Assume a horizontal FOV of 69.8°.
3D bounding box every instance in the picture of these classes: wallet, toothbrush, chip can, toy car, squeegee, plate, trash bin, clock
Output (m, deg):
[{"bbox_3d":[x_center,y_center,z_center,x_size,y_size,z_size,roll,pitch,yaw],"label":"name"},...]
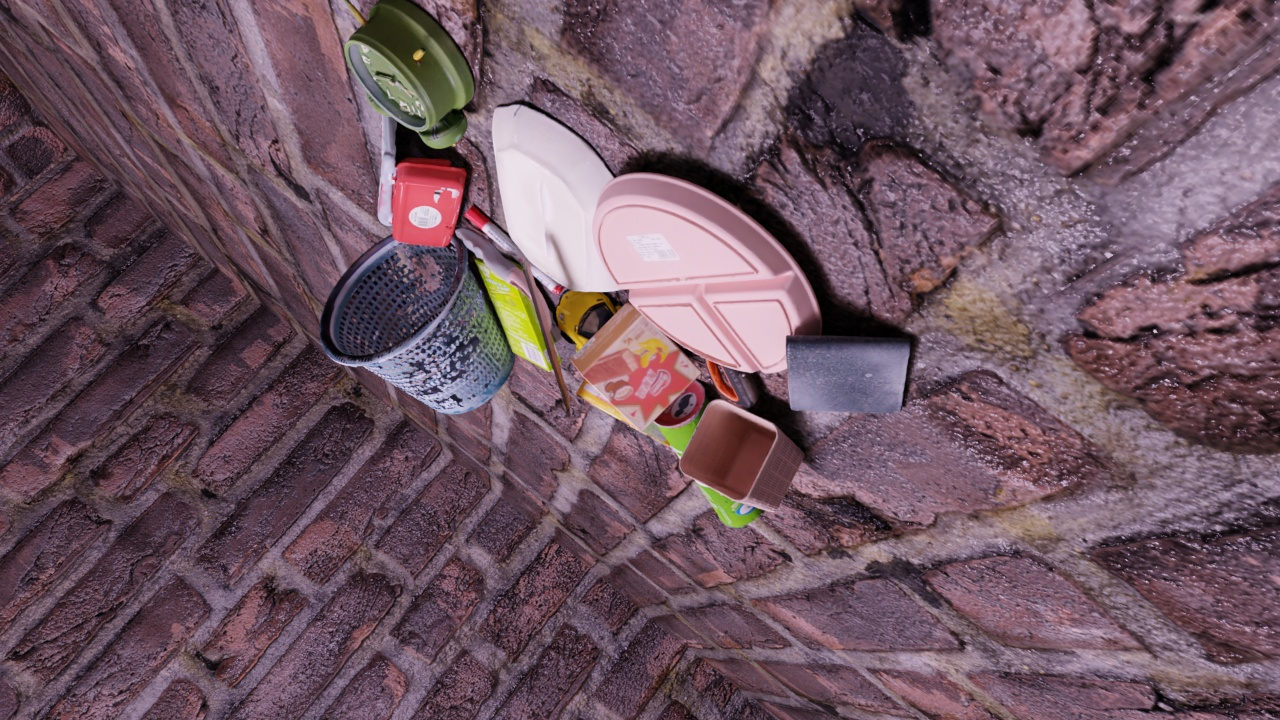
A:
[{"bbox_3d":[0.171,0.014,0.763,0.097,0.019,0.121,3,152,13],"label":"wallet"},{"bbox_3d":[0.112,-0.071,0.751,0.012,0.017,0.186,16,149,54],"label":"toothbrush"},{"bbox_3d":[0.087,0.119,1.131,0.072,0.072,0.236,22,154,42],"label":"chip can"},{"bbox_3d":[-0.034,-0.020,1.041,0.156,0.071,0.041,46,162,-17],"label":"toy car"},{"bbox_3d":[-0.150,-0.091,1.066,0.249,0.040,0.248,49,161,36],"label":"squeegee"},{"bbox_3d":[0.049,-0.066,0.791,0.229,0.028,0.230,32,158,15],"label":"plate"},{"bbox_3d":[-0.086,-0.145,0.913,0.162,0.034,0.266,36,161,10],"label":"plate"},{"bbox_3d":[-0.279,-0.038,1.237,0.227,0.226,0.195,23,160,40],"label":"trash bin"},{"bbox_3d":[-0.214,-0.261,0.857,0.116,0.056,0.161,36,161,14],"label":"clock"}]

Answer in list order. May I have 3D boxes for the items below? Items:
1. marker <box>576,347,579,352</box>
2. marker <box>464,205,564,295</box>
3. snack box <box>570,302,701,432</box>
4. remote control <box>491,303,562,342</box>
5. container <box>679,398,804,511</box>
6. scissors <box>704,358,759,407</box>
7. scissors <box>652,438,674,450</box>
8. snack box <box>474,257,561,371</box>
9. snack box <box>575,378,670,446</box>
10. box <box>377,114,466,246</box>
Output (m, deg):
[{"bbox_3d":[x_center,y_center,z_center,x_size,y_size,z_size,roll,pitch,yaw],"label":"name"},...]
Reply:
[{"bbox_3d":[-0.074,0.013,1.273,0.015,0.018,0.124,1,155,4],"label":"marker"},{"bbox_3d":[-0.149,-0.130,1.090,0.145,0.017,0.017,41,161,-5],"label":"marker"},{"bbox_3d":[-0.006,0.006,0.985,0.094,0.093,0.077,45,179,-17],"label":"snack box"},{"bbox_3d":[-0.156,-0.056,1.258,0.150,0.021,0.058,8,136,55],"label":"remote control"},{"bbox_3d":[0.116,0.108,1.000,0.090,0.090,0.111,25,175,33],"label":"container"},{"bbox_3d":[0.082,-0.029,0.893,0.234,0.021,0.221,28,153,30],"label":"scissors"},{"bbox_3d":[-0.006,0.068,1.272,0.181,0.019,0.170,31,160,19],"label":"scissors"},{"bbox_3d":[-0.157,-0.063,1.188,0.086,0.026,0.156,25,145,42],"label":"snack box"},{"bbox_3d":[-0.013,0.063,1.138,0.087,0.033,0.140,28,179,25],"label":"snack box"},{"bbox_3d":[-0.261,-0.215,1.075,0.102,0.100,0.202,4,167,-16],"label":"box"}]
